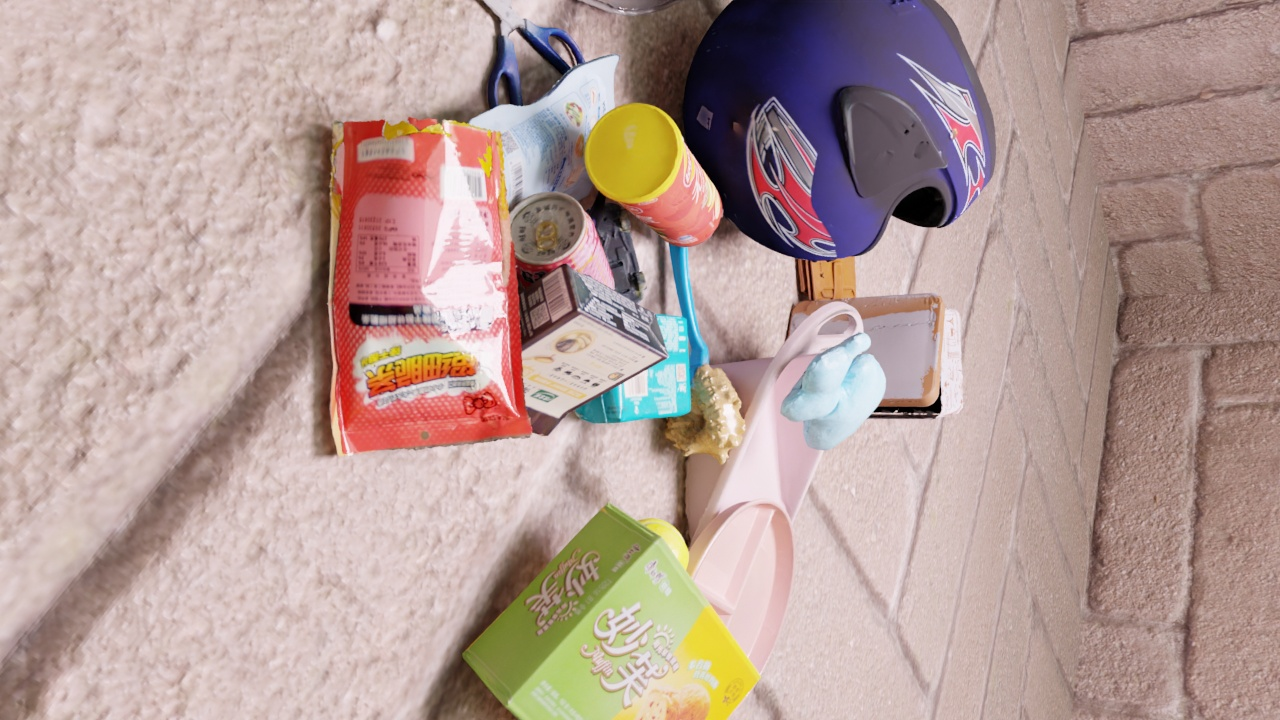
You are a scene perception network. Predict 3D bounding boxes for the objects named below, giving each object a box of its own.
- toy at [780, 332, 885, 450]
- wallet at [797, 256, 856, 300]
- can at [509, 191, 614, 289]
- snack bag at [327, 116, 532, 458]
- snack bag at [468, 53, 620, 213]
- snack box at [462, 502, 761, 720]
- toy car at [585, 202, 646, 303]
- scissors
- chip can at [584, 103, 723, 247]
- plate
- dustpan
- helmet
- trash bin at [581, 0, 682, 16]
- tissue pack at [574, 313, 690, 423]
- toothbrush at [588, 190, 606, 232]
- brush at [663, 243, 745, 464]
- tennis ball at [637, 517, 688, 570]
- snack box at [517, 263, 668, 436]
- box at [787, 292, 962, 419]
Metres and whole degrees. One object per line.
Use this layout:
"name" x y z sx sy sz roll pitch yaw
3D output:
"toy" 0.191 0.033 0.883 0.156 0.050 0.162 -8 136 -37
"wallet" 0.234 -0.126 1.149 0.131 0.031 0.108 -6 91 -53
"can" -0.060 -0.073 0.676 0.094 0.066 0.066 69 32 -63
"snack bag" -0.136 -0.046 0.584 0.128 0.073 0.208 -4 93 -24
"snack bag" -0.070 -0.160 0.706 0.190 0.039 0.110 -45 138 -45
"snack box" -0.013 0.237 0.705 0.157 0.070 0.210 -45 128 -18
"toy car" -0.024 -0.088 0.775 0.034 0.043 0.090 -124 -162 -77
"scissors" -0.096 -0.253 0.708 0.162 0.012 0.175 -1 88 -54
"chip can" 0.017 -0.143 0.748 0.216 0.073 0.073 7 81 -77
"plate" 0.085 0.242 0.888 0.228 0.028 0.230 -21 118 -49
"dustpan" 0.149 0.082 0.925 0.222 0.139 0.273 -9 95 -55
"helmet" 0.178 -0.213 0.888 0.240 0.247 0.315 -42 123 -1
"trash bin" 0.001 -0.420 0.700 0.198 0.199 0.219 -2 82 -54
"tissue pack" -0.005 0.005 0.789 0.133 0.050 0.093 -1 88 -55
"toothbrush" -0.044 -0.098 0.746 0.017 0.014 0.189 59 50 -77
"brush" 0.048 -0.028 0.857 0.045 0.083 0.254 0 80 -45
"tennis ball" 0.008 0.168 0.786 0.065 0.066 0.065 4 85 -54
"snack box" -0.062 -0.003 0.673 0.113 0.126 0.053 26 42 -51
"box" 0.263 -0.003 1.052 0.147 0.181 0.146 -6 93 -54
